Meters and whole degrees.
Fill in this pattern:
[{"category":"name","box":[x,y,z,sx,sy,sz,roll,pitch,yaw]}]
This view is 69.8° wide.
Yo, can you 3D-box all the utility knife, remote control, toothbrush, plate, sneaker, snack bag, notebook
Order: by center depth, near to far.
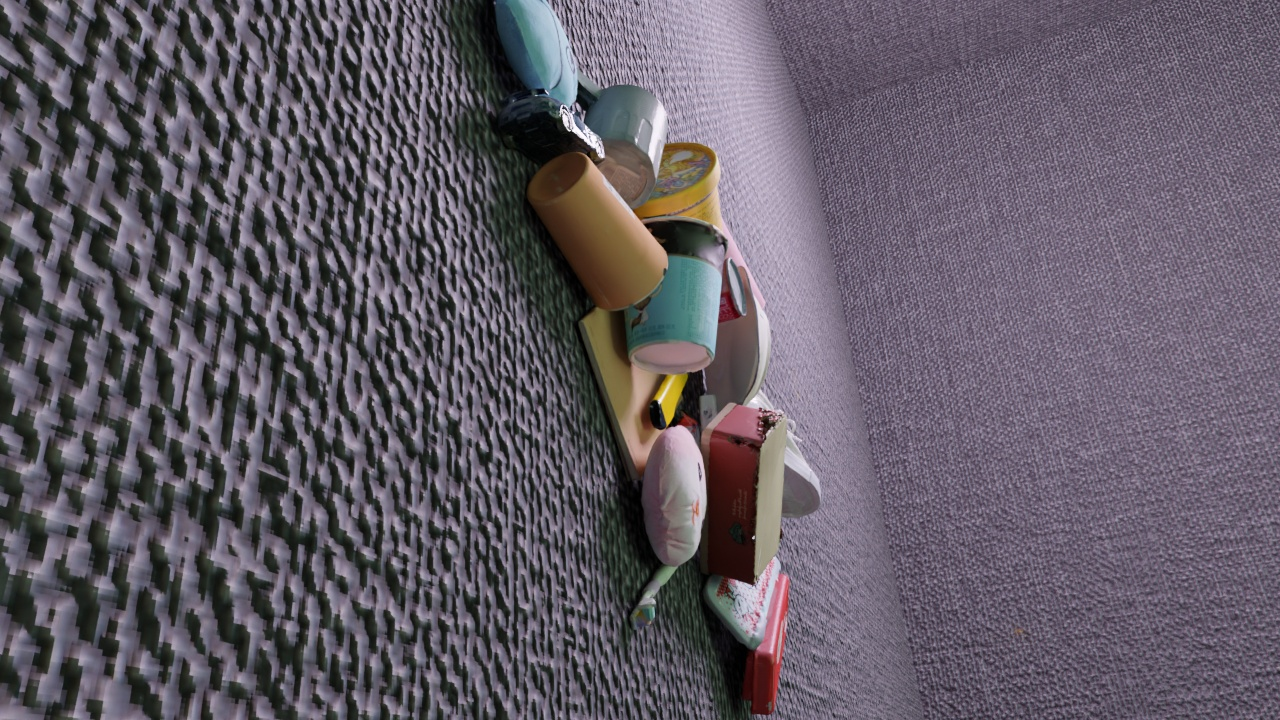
[{"category":"toothbrush","box":[0.024,0.189,0.814,0.020,0.029,0.189,36,15,8]},{"category":"notebook","box":[-0.005,0.005,0.875,0.211,0.012,0.149,-53,127,-68]},{"category":"utility knife","box":[0.028,0.034,0.906,0.153,0.015,0.033,-55,134,-69]},{"category":"snack bag","box":[0.051,0.099,0.938,0.048,0.026,0.104,20,65,-74]},{"category":"remote control","box":[0.079,0.101,0.987,0.056,0.019,0.135,-91,173,-46]},{"category":"plate","box":[0.113,-0.009,1.059,0.164,0.034,0.164,118,-26,-55]},{"category":"sneaker","box":[0.161,0.111,1.190,0.242,0.090,0.090,54,23,-36]}]

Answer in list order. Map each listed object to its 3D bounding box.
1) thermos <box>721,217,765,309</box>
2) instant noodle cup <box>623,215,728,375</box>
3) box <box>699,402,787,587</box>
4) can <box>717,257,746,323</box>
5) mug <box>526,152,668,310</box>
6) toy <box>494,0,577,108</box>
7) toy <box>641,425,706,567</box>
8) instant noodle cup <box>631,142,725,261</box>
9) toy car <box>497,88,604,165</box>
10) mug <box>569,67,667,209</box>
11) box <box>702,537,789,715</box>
[{"category":"thermos","box":[0.084,-0.137,1.110,0.198,0.067,0.087,61,-11,-19]},{"category":"instant noodle cup","box":[0.029,-0.055,0.851,0.111,0.111,0.120,45,41,-58]},{"category":"box","box":[0.111,0.135,0.921,0.091,0.078,0.168,-37,132,-55]},{"category":"can","box":[0.061,-0.068,0.992,0.066,0.094,0.066,-13,90,-72]},{"category":"mug","box":[-0.038,-0.109,0.763,0.123,0.078,0.078,53,29,-43]},{"category":"toy","box":[-0.094,-0.275,0.752,0.161,0.050,0.156,30,41,-67]},{"category":"toy","box":[0.033,0.114,0.829,0.159,0.054,0.121,-58,146,-76]},{"category":"instant noodle cup","box":[0.032,-0.146,0.942,0.118,0.118,0.114,-82,159,-50]},{"category":"toy car","box":[-0.071,-0.183,0.744,0.120,0.054,0.036,23,57,-68]},{"category":"mug","box":[-0.034,-0.211,0.859,0.124,0.084,0.103,36,37,-23]},{"category":"box","box":[0.126,0.272,1.004,0.200,0.065,0.160,-43,114,-71]}]
